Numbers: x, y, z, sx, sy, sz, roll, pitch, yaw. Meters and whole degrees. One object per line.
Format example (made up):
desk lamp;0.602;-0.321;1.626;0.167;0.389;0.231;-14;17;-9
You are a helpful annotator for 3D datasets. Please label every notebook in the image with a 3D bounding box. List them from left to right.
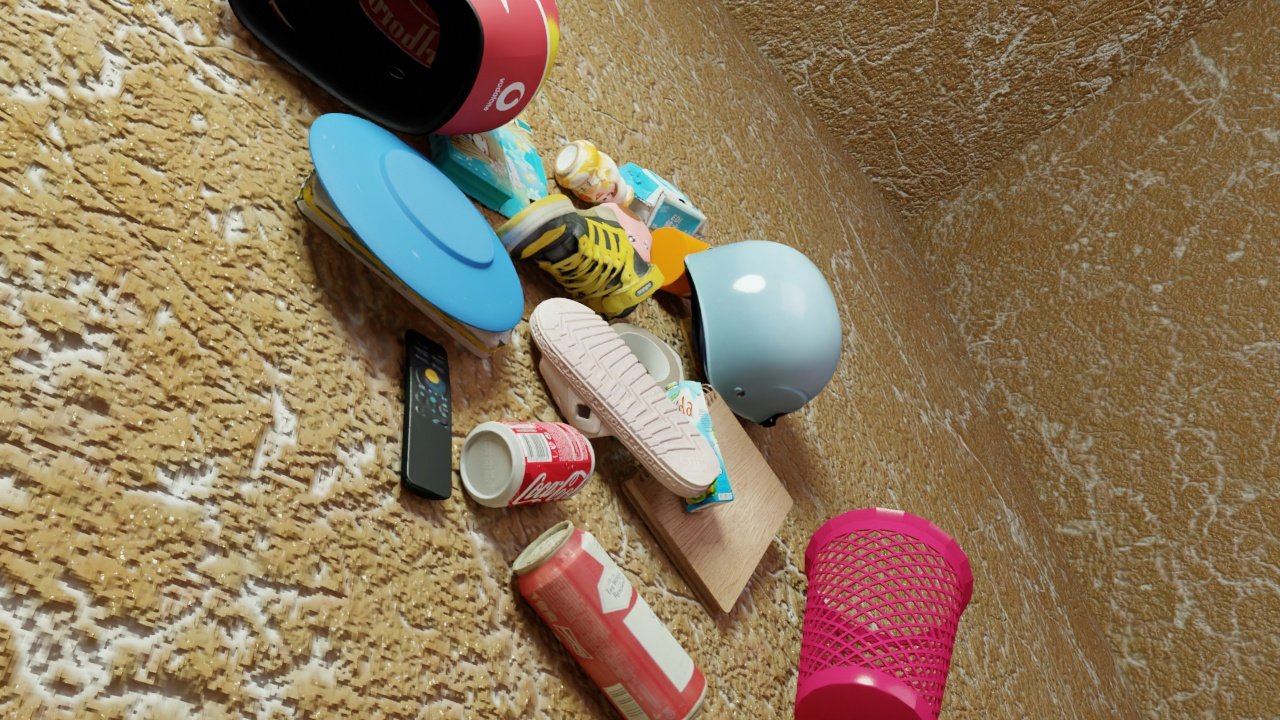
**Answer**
notebook;0.073;0.134;0.944;0.169;0.022;0.209;56;35;-5

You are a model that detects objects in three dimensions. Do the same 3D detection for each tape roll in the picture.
tape roll;-0.006;0.006;0.958;0.093;0.030;0.093;24;38;-21

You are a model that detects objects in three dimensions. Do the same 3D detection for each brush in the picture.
brush;0.083;0.001;1.170;0.048;0.017;0.126;27;38;-47

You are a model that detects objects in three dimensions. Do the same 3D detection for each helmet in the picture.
helmet;-0.203;-0.329;0.833;0.271;0.198;0.224;31;35;-12
helmet;0.160;-0.035;1.125;0.265;0.167;0.225;40;40;-65

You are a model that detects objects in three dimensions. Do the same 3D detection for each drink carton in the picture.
drink carton;0.052;0.082;0.898;0.038;0.044;0.128;6;63;-49

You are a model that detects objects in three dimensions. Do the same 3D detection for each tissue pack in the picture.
tissue pack;0.024;-0.211;1.241;0.093;0.062;0.144;48;19;31

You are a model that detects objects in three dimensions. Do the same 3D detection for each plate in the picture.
plate;-0.169;-0.119;0.748;0.224;0.024;0.224;45;18;-20

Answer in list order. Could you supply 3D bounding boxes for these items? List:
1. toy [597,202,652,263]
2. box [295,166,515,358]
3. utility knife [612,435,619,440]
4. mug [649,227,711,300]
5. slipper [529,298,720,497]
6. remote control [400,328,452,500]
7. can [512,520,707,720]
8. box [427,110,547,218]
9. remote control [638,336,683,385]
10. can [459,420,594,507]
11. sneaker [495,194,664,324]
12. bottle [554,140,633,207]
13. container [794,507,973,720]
toy;-0.018;-0.144;1.121;0.090;0.051;0.109;30;37;-42
box;-0.192;-0.082;0.766;0.210;0.045;0.065;43;41;-27
utility knife;0.008;0.083;0.942;0.022;0.015;0.120;34;6;38
mug;0.042;-0.133;1.205;0.112;0.078;0.095;38;13;33
slipper;-0.028;0.042;0.863;0.239;0.065;0.094;47;33;13
remote control;-0.161;0.038;0.685;0.041;0.020;0.151;34;32;-39
can;-0.022;0.201;0.682;0.170;0.067;0.067;52;25;-8
box;-0.167;-0.250;1.009;0.181;0.039;0.226;27;37;-47
remote control;0.025;0.030;1.020;0.060;0.025;0.138;38;31;-34
can;-0.086;0.080;0.716;0.104;0.064;0.064;8;53;-58
sneaker;-0.057;-0.098;0.950;0.122;0.086;0.238;55;21;6
bottle;-0.055;-0.225;1.139;0.108;0.063;0.063;29;36;-44
container;0.241;0.293;0.940;0.183;0.184;0.225;51;33;-11
